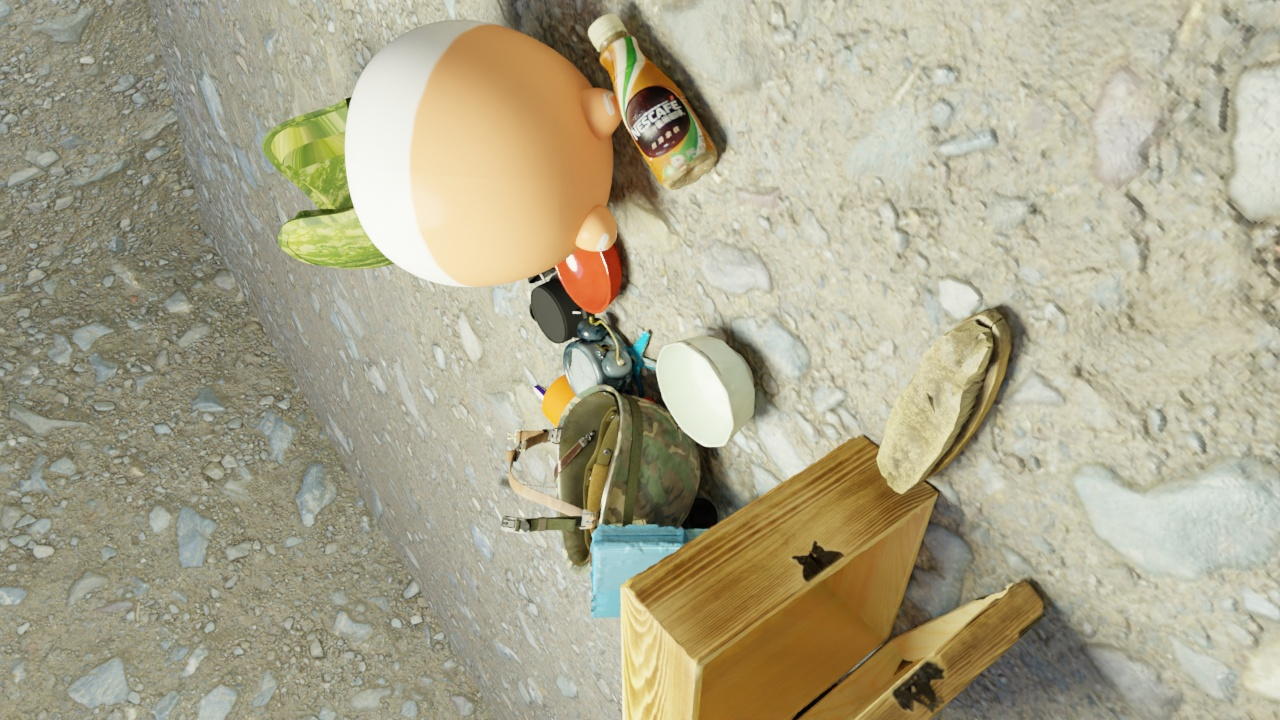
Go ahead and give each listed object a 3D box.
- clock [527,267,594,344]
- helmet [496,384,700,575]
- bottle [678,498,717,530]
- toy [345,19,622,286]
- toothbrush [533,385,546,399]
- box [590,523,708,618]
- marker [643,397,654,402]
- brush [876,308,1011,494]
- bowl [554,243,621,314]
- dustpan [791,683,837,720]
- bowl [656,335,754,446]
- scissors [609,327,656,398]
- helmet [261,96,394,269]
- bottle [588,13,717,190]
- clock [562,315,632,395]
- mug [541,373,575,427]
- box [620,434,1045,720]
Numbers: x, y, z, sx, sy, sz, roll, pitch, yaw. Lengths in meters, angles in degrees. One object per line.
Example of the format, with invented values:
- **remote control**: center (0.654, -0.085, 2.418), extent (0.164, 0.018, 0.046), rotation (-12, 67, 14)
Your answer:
- **clock**: center (-0.109, -0.072, 1.178), extent (0.121, 0.042, 0.091), rotation (43, 146, 32)
- **helmet**: center (-0.054, 0.139, 1.048), extent (0.224, 0.236, 0.192), rotation (-61, 29, 15)
- **bottle**: center (0.032, 0.202, 1.171), extent (0.185, 0.045, 0.045), rotation (-21, 95, 61)
- **toy**: center (-0.149, -0.204, 0.929), extent (0.281, 0.265, 0.263), rotation (12, 111, 21)
- **toothbrush**: center (-0.104, 0.078, 1.324), extent (0.187, 0.016, 0.015), rotation (32, 139, 43)
- **box**: center (0.061, 0.238, 0.994), extent (0.175, 0.231, 0.033), rotation (93, 175, -46)
- **marker**: center (0.007, 0.107, 1.159), extent (0.023, 0.021, 0.145), rotation (-102, 10, -48)
- **brush**: center (0.230, 0.037, 0.708), extent (0.059, 0.043, 0.196), rotation (46, 146, 28)
- **bowl**: center (-0.058, -0.117, 1.064), extent (0.122, 0.035, 0.122), rotation (39, 144, 37)
- **dustpan**: center (0.137, 0.370, 0.981), extent (0.236, 0.272, 0.080), rotation (24, 117, 7)
- **bowl**: center (0.075, 0.024, 0.935), extent (0.117, 0.061, 0.118), rotation (40, 145, 36)
- **scissors**: center (-0.005, 0.008, 1.109), extent (0.137, 0.012, 0.127), rotation (18, 128, 51)
- **helmet**: center (-0.366, -0.242, 1.256), extent (0.243, 0.247, 0.213), rotation (35, -148, -59)
- **bottle**: center (0.006, -0.237, 0.832), extent (0.167, 0.059, 0.059), rotation (60, 152, 6)
- **clock**: center (-0.049, 0.001, 1.111), extent (0.090, 0.052, 0.130), rotation (53, 144, 22)
- **mug**: center (-0.065, 0.080, 1.210), extent (0.096, 0.077, 0.113), rotation (40, 168, 36)
- **box**: center (0.151, 0.268, 0.790), extent (0.221, 0.278, 0.259), rotation (40, 144, 34)
